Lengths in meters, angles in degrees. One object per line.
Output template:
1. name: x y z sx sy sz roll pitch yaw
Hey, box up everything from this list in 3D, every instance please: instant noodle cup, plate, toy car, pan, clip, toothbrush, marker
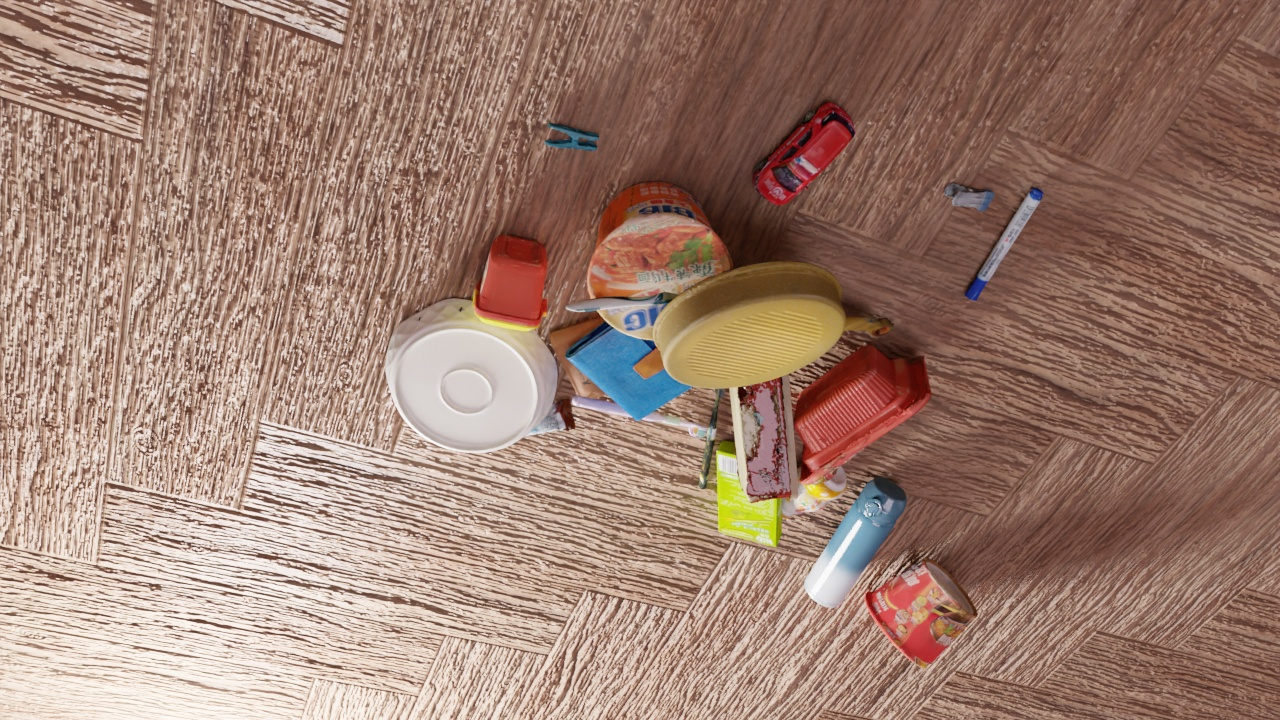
1. instant noodle cup: 0.256 0.053 1.105 0.189 0.164 0.079 -38 97 21
2. plate: -0.203 0.026 1.090 0.205 0.045 0.205 1 119 2
3. toy car: 0.170 -0.213 0.961 0.053 0.045 0.121 33 119 -23
4. pan: 0.171 -0.035 0.996 0.356 0.078 0.198 10 146 -38
5. clip: 0.365 -0.180 1.014 0.056 0.028 0.024 7 127 -21
6. toothbrush: 0.019 -0.066 0.935 0.191 0.016 0.018 -5 117 -1
7. toothbrush: 0.000 0.070 1.153 0.189 0.021 0.029 15 147 -25
8. instant noodle cup: 0.417 0.364 1.354 0.138 0.137 0.109 35 107 -26
9. clip: -0.071 -0.229 0.950 0.056 0.014 0.041 10 125 -9
10. marker: 0.417 -0.132 1.056 0.017 0.016 0.146 13 124 -14
11. toothbrush: 0.093 0.101 1.200 0.012 0.017 0.186 1 126 -8
12. instant noodle cup: 0.017 -0.114 0.979 0.151 0.111 0.152 -2 126 -3

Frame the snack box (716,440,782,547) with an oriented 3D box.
1. snack box: 0.147 0.181 1.237 0.086 0.026 0.157 11 129 22

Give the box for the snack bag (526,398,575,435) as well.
1. snack bag: -0.136 0.078 1.160 0.105 0.026 0.045 -11 112 3

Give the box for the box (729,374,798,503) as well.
1. box: 0.140 0.083 1.112 0.078 0.091 0.168 -7 100 -2

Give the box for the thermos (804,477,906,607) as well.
1. thermos: 0.304 0.258 1.301 0.070 0.070 0.221 12 124 -13

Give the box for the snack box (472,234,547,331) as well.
1. snack box: -0.137 -0.087 1.004 0.082 0.091 0.080 12 117 -12

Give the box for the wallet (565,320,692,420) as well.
1. wallet: -0.006 0.006 1.075 0.106 0.040 0.133 -33 123 21

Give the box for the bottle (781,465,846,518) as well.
1. bottle: 0.226 0.175 1.238 0.063 0.063 0.109 25 135 -21

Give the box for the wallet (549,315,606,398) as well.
1. wallet: -0.030 -0.010 1.103 0.132 0.031 0.108 -17 124 10
